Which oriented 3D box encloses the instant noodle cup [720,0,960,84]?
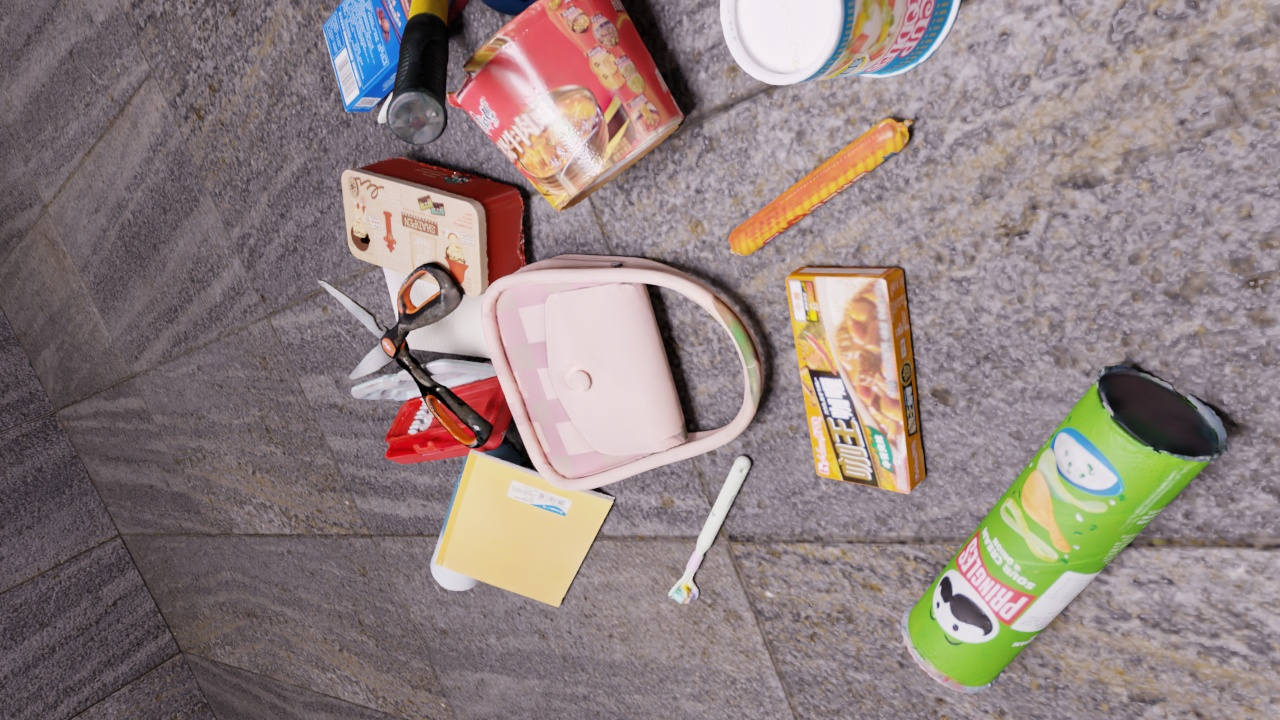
[{"bbox_3d":[0.100,-0.191,0.486,0.099,0.109,0.099,23,128,33],"label":"instant noodle cup"}]

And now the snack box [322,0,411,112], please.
[{"bbox_3d":[-0.225,-0.285,0.795,0.157,0.026,0.084,-16,89,49],"label":"snack box"}]

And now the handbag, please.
[{"bbox_3d":[-0.004,0.004,0.731,0.235,0.093,0.193,-5,110,38],"label":"handbag"}]

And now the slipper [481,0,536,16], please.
[{"bbox_3d":[-0.056,-0.298,0.544,0.105,0.095,0.253,23,149,-1],"label":"slipper"}]

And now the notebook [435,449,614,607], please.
[{"bbox_3d":[-0.124,0.177,0.932,0.146,0.010,0.207,20,133,-5],"label":"notebook"}]

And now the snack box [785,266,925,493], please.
[{"bbox_3d":[0.146,0.012,0.621,0.075,0.026,0.154,6,117,42],"label":"snack box"}]

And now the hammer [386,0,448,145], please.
[{"bbox_3d":[-0.141,-0.214,0.604,0.300,0.033,0.129,-104,27,-53],"label":"hammer"}]

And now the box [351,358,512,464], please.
[{"bbox_3d":[-0.221,0.041,0.936,0.100,0.095,0.202,35,149,-33],"label":"box"}]

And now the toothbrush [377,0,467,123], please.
[{"bbox_3d":[-0.194,-0.263,0.800,0.188,0.016,0.017,-33,80,48],"label":"toothbrush"}]

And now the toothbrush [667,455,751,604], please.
[{"bbox_3d":[0.061,0.148,0.788,0.020,0.029,0.190,-102,23,-47],"label":"toothbrush"}]

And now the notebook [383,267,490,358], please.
[{"bbox_3d":[-0.192,-0.076,0.908,0.209,0.012,0.150,5,115,42],"label":"notebook"}]

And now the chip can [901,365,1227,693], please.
[{"bbox_3d":[0.242,0.109,0.551,0.072,0.072,0.237,39,134,21],"label":"chip can"}]

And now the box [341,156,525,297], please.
[{"bbox_3d":[-0.178,-0.122,0.815,0.168,0.077,0.091,20,122,30],"label":"box"}]

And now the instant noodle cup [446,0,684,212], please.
[{"bbox_3d":[-0.042,-0.177,0.625,0.108,0.137,0.138,53,139,-7],"label":"instant noodle cup"}]

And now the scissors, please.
[{"bbox_3d":[-0.215,-0.012,0.838,0.233,0.021,0.222,44,135,7],"label":"scissors"}]

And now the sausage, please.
[{"bbox_3d":[0.110,-0.108,0.590,0.166,0.021,0.021,-33,88,49],"label":"sausage"}]

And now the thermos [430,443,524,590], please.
[{"bbox_3d":[-0.181,0.170,0.995,0.070,0.070,0.221,43,137,18],"label":"thermos"}]
